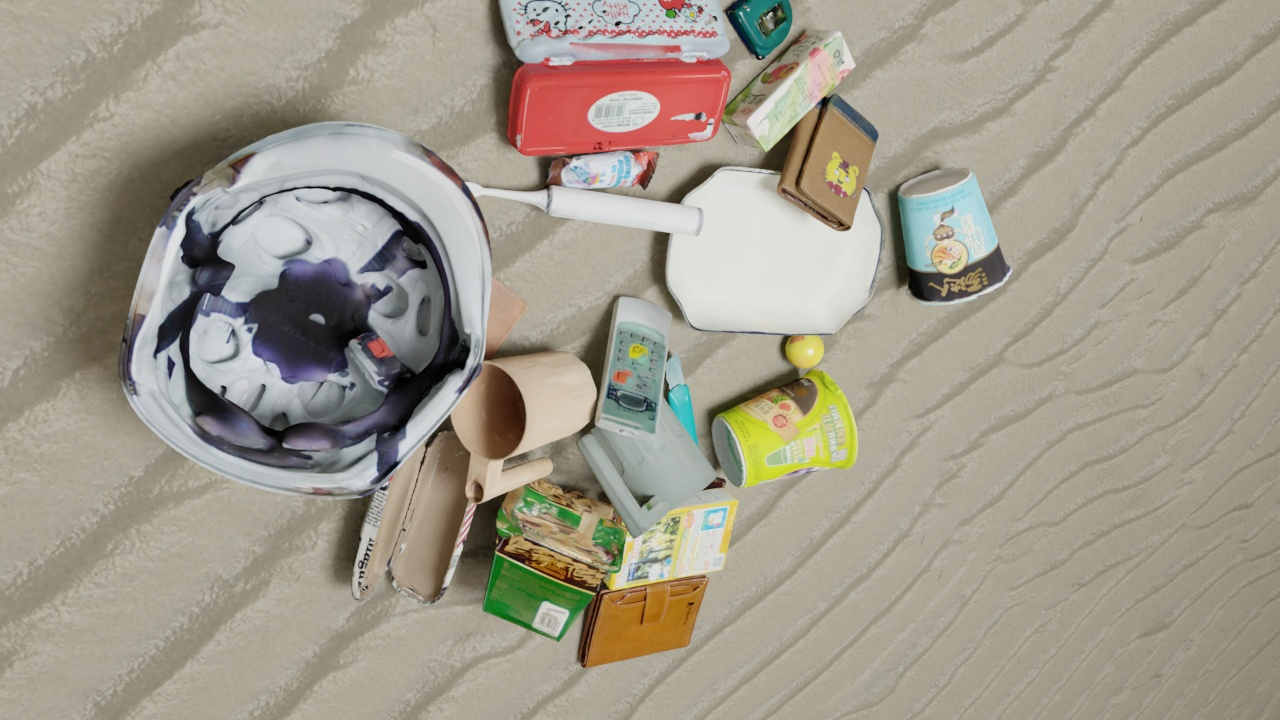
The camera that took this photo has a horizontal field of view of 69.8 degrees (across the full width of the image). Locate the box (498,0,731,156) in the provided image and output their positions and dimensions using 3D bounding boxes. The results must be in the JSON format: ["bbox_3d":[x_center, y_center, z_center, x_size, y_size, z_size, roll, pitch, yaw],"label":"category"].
[{"bbox_3d":[-0.017,-0.249,0.761,0.200,0.069,0.158,-11,110,-27],"label":"box"}]

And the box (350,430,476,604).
[{"bbox_3d":[-0.199,0.139,0.797,0.086,0.075,0.162,-3,116,-61],"label":"box"}]

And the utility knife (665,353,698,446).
[{"bbox_3d":[0.047,0.073,0.948,0.029,0.013,0.185,-21,121,-18],"label":"utility knife"}]

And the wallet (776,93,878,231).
[{"bbox_3d":[0.180,-0.192,0.879,0.090,0.033,0.115,28,70,-22],"label":"wallet"}]

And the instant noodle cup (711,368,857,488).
[{"bbox_3d":[0.144,0.078,0.955,0.123,0.111,0.112,-17,116,-15],"label":"instant noodle cup"}]

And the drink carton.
[{"bbox_3d":[0.136,-0.249,0.850,0.122,0.053,0.045,-46,124,-6],"label":"drink carton"}]

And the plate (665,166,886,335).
[{"bbox_3d":[0.133,-0.107,0.915,0.265,0.034,0.162,0,108,-29],"label":"plate"}]

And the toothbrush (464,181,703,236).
[{"bbox_3d":[-0.050,-0.133,0.786,0.220,0.026,0.027,5,92,-20],"label":"toothbrush"}]

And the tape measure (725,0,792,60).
[{"bbox_3d":[0.111,-0.309,0.829,0.054,0.025,0.058,-46,125,-5],"label":"tape measure"}]

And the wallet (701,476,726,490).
[{"bbox_3d":[0.031,0.170,0.968,0.096,0.020,0.122,16,106,-36],"label":"wallet"}]

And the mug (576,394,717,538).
[{"bbox_3d":[0.001,0.094,0.853,0.103,0.084,0.123,57,35,2],"label":"mug"}]

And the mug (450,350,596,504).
[{"bbox_3d":[-0.102,0.055,0.794,0.103,0.084,0.125,-14,118,-57],"label":"mug"}]

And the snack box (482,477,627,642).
[{"bbox_3d":[-0.086,0.188,0.848,0.118,0.117,0.106,22,108,-2],"label":"snack box"}]

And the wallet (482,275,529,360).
[{"bbox_3d":[-0.165,-0.039,0.783,0.115,0.020,0.101,40,88,-36],"label":"wallet"}]

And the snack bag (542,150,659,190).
[{"bbox_3d":[-0.034,-0.165,0.799,0.105,0.026,0.045,-10,157,-26],"label":"snack bag"}]

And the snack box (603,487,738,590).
[{"bbox_3d":[0.029,0.182,0.941,0.140,0.034,0.087,-4,114,-32],"label":"snack box"}]

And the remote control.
[{"bbox_3d":[-0.005,0.005,0.837,0.056,0.019,0.134,18,59,-15],"label":"remote control"}]

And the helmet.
[{"bbox_3d":[-0.232,-0.039,0.665,0.229,0.146,0.258,27,86,-24],"label":"helmet"}]

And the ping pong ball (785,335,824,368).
[{"bbox_3d":[0.174,-0.012,0.971,0.040,0.040,0.040,-11,114,-26],"label":"ping pong ball"}]

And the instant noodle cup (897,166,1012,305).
[{"bbox_3d":[0.325,-0.136,0.977,0.111,0.111,0.120,-30,113,-17],"label":"instant noodle cup"}]

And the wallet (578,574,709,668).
[{"bbox_3d":[0.004,0.272,0.988,0.130,0.035,0.119,-2,123,-28],"label":"wallet"}]
